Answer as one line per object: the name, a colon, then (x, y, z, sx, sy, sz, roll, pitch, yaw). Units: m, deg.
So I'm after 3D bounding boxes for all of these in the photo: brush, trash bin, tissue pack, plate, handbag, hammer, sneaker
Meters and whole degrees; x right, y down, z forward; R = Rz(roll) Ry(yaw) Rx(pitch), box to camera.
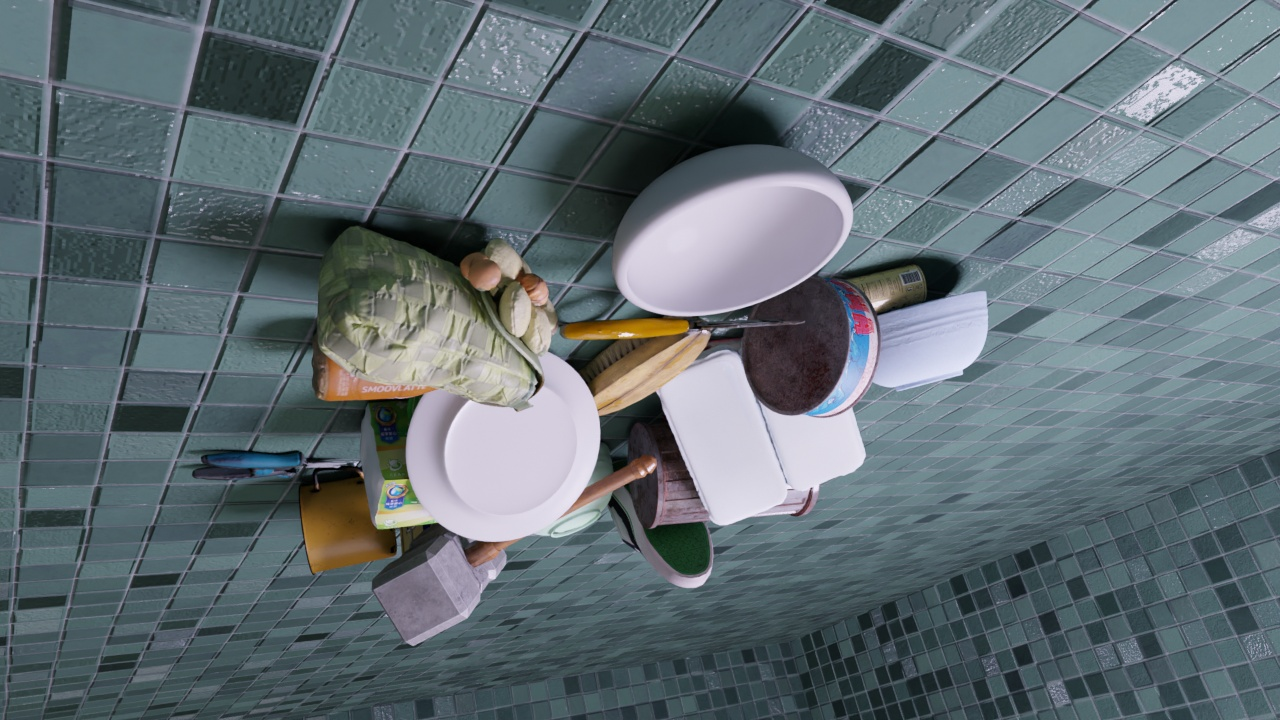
brush: (-0.005, 0.005, 0.895, 0.059, 0.043, 0.196, 11, 147, -40)
trash bin: (0.103, 0.125, 1.077, 0.211, 0.130, 0.131, -3, 153, -16)
tissue pack: (-0.165, 0.074, 0.891, 0.197, 0.120, 0.142, -7, 137, -30)
plate: (-0.121, 0.080, 0.852, 0.188, 0.188, 0.016, -1, -170, -26)
handbag: (-0.135, -0.038, 0.661, 0.117, 0.113, 0.186, -37, 147, 27)
hammer: (-0.120, 0.180, 1.004, 0.318, 0.083, 0.162, -29, -175, 12)
sneaker: (0.019, 0.213, 1.118, 0.084, 0.235, 0.079, -4, 116, -22)

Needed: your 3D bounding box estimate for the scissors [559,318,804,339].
scissors: (0.017, -0.028, 0.775, 0.224, 0.016, 0.217, -4, -178, -31)

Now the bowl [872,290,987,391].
bowl: (0.279, -0.013, 0.919, 0.150, 0.074, 0.150, -14, 175, -1)

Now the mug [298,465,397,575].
mug: (-0.326, 0.170, 1.025, 0.094, 0.100, 0.124, -9, 114, -16)

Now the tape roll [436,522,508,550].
tape roll: (-0.207, 0.207, 1.154, 0.093, 0.093, 0.030, 5, 149, -35)

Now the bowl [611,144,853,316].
bowl: (0.061, -0.104, 0.672, 0.176, 0.066, 0.177, -12, 155, -6)

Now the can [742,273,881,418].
can: (0.153, -0.013, 0.835, 0.044, 0.129, 0.130, 6, 149, -37)

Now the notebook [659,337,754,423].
notebook: (0.114, 0.023, 1.036, 0.153, 0.012, 0.209, -6, 154, -15)

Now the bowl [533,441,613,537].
bowl: (-0.094, 0.167, 1.121, 0.150, 0.077, 0.151, -22, 159, -9)

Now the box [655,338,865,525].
box: (0.129, 0.065, 0.960, 0.189, 0.037, 0.209, -19, 117, 4)

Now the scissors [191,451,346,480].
scissors: (-0.382, 0.107, 0.942, 0.126, 0.019, 0.144, -18, 157, 6)

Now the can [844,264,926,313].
can: (0.228, -0.065, 0.876, 0.079, 0.038, 0.038, -13, 155, -3)

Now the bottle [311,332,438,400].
bottle: (-0.187, 0.002, 0.772, 0.167, 0.059, 0.059, -2, 153, -26)

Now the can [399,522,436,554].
can: (-0.251, 0.235, 1.168, 0.092, 0.116, 0.057, 12, 145, -40)
